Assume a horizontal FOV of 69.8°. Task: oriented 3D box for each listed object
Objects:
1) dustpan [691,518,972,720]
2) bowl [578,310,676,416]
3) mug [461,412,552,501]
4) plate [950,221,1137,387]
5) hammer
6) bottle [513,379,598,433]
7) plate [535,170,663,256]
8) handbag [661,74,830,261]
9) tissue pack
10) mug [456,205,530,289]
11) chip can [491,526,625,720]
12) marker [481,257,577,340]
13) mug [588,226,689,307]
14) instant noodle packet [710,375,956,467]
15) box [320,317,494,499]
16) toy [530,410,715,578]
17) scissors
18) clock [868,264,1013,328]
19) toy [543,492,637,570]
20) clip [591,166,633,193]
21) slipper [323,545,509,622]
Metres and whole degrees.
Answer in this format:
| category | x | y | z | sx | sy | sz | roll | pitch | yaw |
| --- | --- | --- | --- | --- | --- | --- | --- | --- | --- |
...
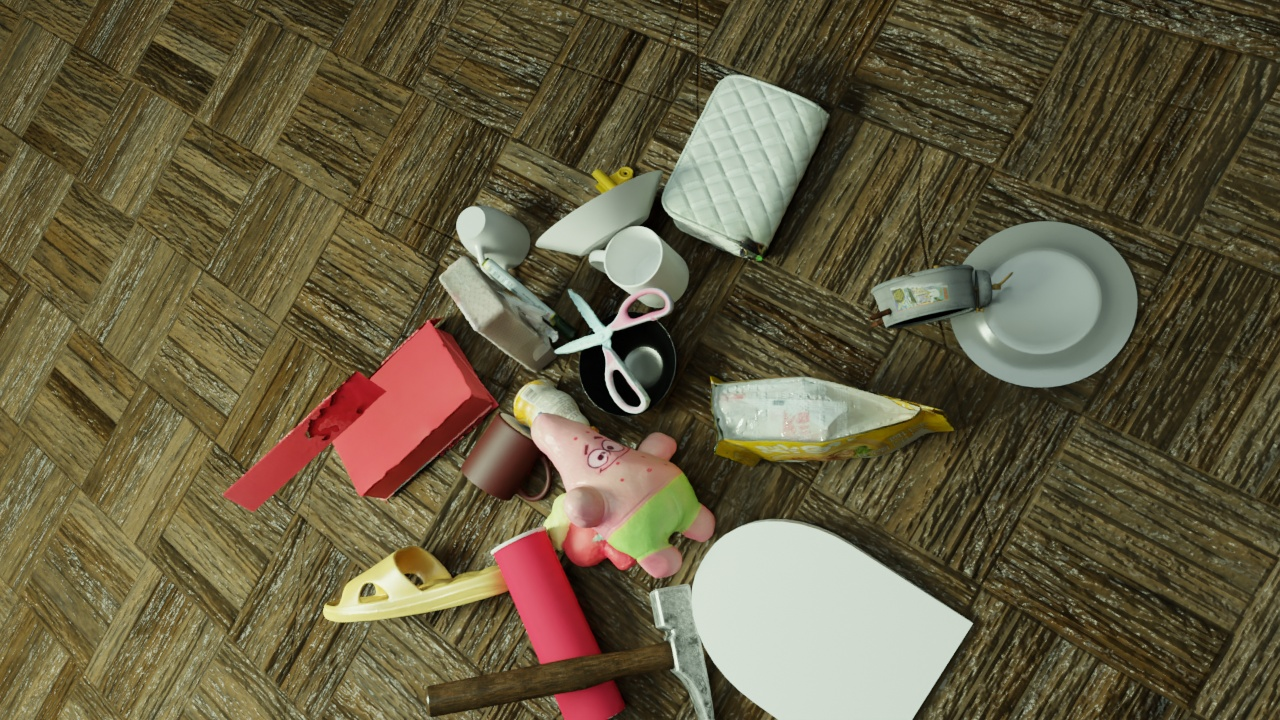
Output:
| category | x | y | z | sx | sy | sz | roll | pitch | yaw |
| --- | --- | --- | --- | --- | --- | --- | --- | --- | --- |
| dustpan | 0.180 | 0.279 | 0.970 | 0.258 | 0.053 | 0.191 | 32 | 92 | 15 |
| bowl | -0.007 | 0.006 | 1.091 | 0.124 | 0.052 | 0.124 | -3 | 83 | 23 |
| mug | -0.153 | 0.126 | 1.126 | 0.105 | 0.073 | 0.082 | 34 | 93 | -3 |
| plate | 0.413 | -0.061 | 0.949 | 0.179 | 0.012 | 0.178 | -5 | 76 | 22 |
| hammer | -0.069 | 0.369 | 0.962 | 0.300 | 0.037 | 0.217 | -7 | 73 | -13 |
| bottle | -0.101 | 0.070 | 1.113 | 0.108 | 0.063 | 0.063 | 33 | 92 | 25 |
| plate | -0.040 | -0.164 | 1.092 | 0.174 | 0.173 | 0.036 | -30 | 90 | 14 |
| handbag | 0.123 | -0.226 | 1.081 | 0.139 | 0.072 | 0.195 | 27 | 89 | 17 |
| tissue pack | -0.157 | -0.052 | 1.102 | 0.071 | 0.181 | 0.104 | -40 | 65 | -2 |
| mug | -0.194 | -0.147 | 1.188 | 0.071 | 0.089 | 0.107 | -13 | 73 | 20 |
| chip can | -0.093 | 0.303 | 1.038 | 0.069 | 0.069 | 0.220 | -30 | 77 | 14 |
| marker | -0.139 | -0.078 | 1.152 | 0.146 | 0.017 | 0.017 | 40 | 96 | -4 |
| mug | -0.008 | -0.113 | 1.099 | 0.111 | 0.090 | 0.073 | 10 | 82 | 25 |
| instant noodle packet | 0.198 | 0.065 | 0.930 | 0.222 | 0.163 | 0.084 | -2 | 77 | 23 |
| box | -0.304 | 0.042 | 1.318 | 0.213 | 0.374 | 0.148 | -42 | 98 | 9 |
| toy | -0.028 | 0.133 | 1.020 | 0.237 | 0.191 | 0.097 | 38 | 128 | 15 |
| scissors | -0.028 | -0.015 | 1.055 | 0.171 | 0.013 | 0.175 | -18 | 86 | 29 |
| clock | 0.309 | -0.070 | 0.950 | 0.148 | 0.104 | 0.056 | -12 | 83 | 15 |
| toy | -0.052 | 0.197 | 1.073 | 0.135 | 0.045 | 0.091 | 15 | 82 | 27 |
| clip | -0.033 | -0.227 | 1.173 | 0.054 | 0.048 | 0.046 | 49 | 124 | 26 |
| slipper | -0.277 | 0.267 | 1.123 | 0.264 | 0.099 | 0.078 | -13 | 86 | 16 |
